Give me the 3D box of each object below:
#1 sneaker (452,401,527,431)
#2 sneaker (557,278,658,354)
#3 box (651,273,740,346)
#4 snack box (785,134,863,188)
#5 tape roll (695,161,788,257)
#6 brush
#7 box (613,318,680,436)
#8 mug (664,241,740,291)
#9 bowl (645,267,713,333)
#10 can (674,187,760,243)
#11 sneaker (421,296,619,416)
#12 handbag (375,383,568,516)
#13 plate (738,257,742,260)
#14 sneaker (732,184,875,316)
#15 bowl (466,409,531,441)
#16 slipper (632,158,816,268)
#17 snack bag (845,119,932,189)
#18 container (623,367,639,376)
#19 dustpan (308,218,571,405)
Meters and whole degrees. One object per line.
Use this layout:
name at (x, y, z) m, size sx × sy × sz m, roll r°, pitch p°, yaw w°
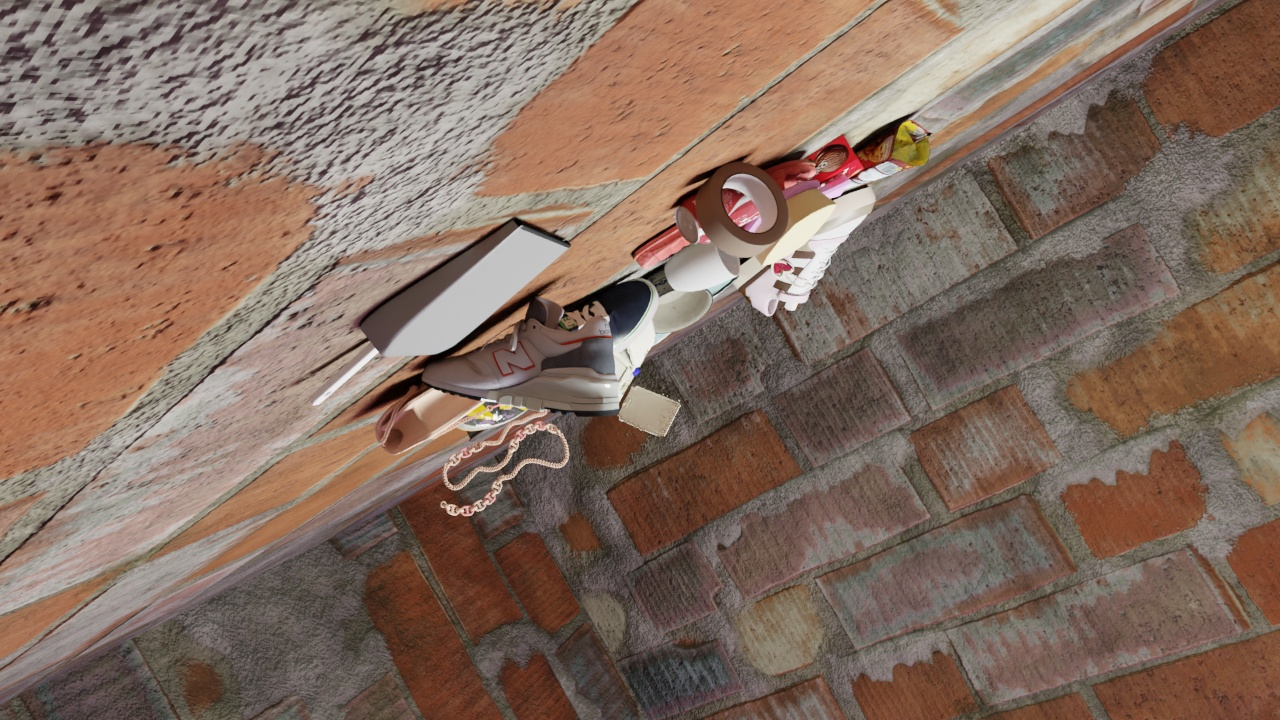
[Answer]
sneaker at (-0.165, 0.025, 1.328) m, size 0.238 × 0.086 × 0.122 m, roll -33°, pitch -176°, yaw -22°
sneaker at (-0.078, -0.043, 1.227) m, size 0.235 × 0.084 × 0.079 m, roll -33°, pitch 154°, yaw -8°
box at (0.077, -0.092, 1.484) m, size 0.198 × 0.073 × 0.086 m, roll -39°, pitch -144°, yaw -21°
snack box at (0.217, -0.234, 1.222) m, size 0.152 × 0.036 × 0.132 m, roll -31°, pitch 177°, yaw 18°
tape roll at (0.104, -0.154, 0.936) m, size 0.093 × 0.093 × 0.030 m, roll -28°, pitch 176°, yaw -32°
brush at (0.203, -0.179, 1.109) m, size 0.228 × 0.043 × 0.089 m, roll -29°, pitch 162°, yaw -45°
box at (-0.007, 0.009, 1.310) m, size 0.081 × 0.181 × 0.143 m, roll -14°, pitch -140°, yaw 54°
mug at (0.086, -0.144, 1.293) m, size 0.090 × 0.071 × 0.107 m, roll -22°, pitch -151°, yaw 28°
bowl at (0.045, -0.098, 1.383) m, size 0.115 × 0.059 × 0.116 m, roll -16°, pitch 151°, yaw -9°
can at (0.088, -0.165, 0.990) m, size 0.096 × 0.054 × 0.054 m, roll -29°, pitch 177°, yaw -20°
sneaker at (-0.129, -0.011, 1.040) m, size 0.240 × 0.124 × 0.088 m, roll 10°, pitch -177°, yaw 16°
handbag at (-0.223, 0.106, 1.143) m, size 0.198 × 0.187 × 0.117 m, roll -36°, pitch -178°, yaw -44°
plate at (0.136, -0.159, 1.654) m, size 0.184 × 0.036 × 0.184 m, roll -30°, pitch 176°, yaw -3°
sneaker at (0.268, -0.164, 1.463) m, size 0.295 × 0.116 × 0.111 m, roll -35°, pitch 174°, yaw 41°
bowl at (-0.245, 0.076, 1.577) m, size 0.145 × 0.067 × 0.145 m, roll -30°, pitch 177°, yaw -2°
slipper at (0.110, -0.167, 1.115) m, size 0.249 × 0.059 × 0.103 m, roll -29°, pitch 177°, yaw 2°
snack bag at (0.320, -0.273, 1.347) m, size 0.138 × 0.066 × 0.208 m, roll -29°, pitch -177°, yaw -34°
container at (-0.070, -0.005, 1.490) m, size 0.084 × 0.113 × 0.085 m, roll -29°, pitch 176°, yaw -28°
dustpan at (-0.184, -0.035, 0.793) m, size 0.258 × 0.033 × 0.163 m, roll -40°, pitch 175°, yaw 8°
